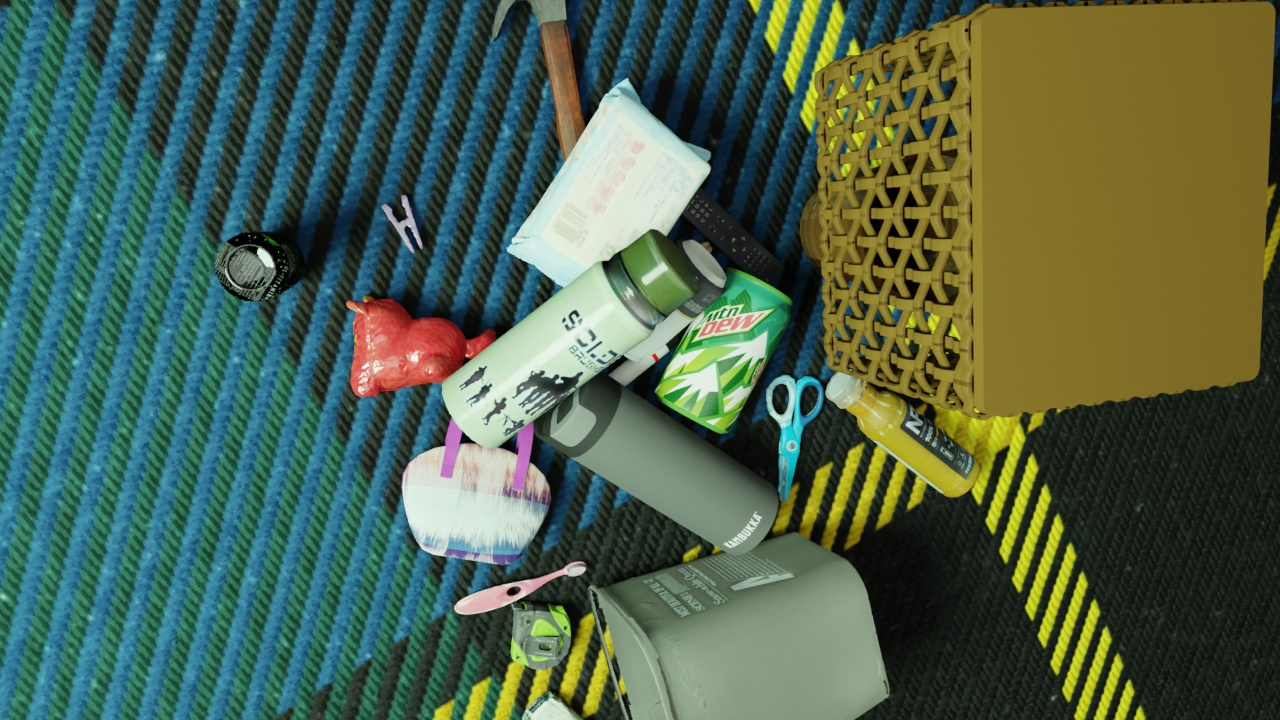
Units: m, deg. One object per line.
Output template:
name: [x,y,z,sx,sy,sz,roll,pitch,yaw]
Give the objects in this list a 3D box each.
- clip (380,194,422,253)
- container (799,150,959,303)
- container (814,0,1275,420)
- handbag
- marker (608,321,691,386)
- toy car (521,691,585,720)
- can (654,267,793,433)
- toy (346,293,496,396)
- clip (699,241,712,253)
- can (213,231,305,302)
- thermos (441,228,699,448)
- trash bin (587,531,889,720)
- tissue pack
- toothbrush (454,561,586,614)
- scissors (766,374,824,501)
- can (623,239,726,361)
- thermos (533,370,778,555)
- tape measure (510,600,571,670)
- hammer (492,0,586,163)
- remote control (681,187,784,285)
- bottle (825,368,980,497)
clip: [-0.209,-0.127,0.830,0.052,0.014,0.041,43,85,-13]
container: [0.230,-0.124,0.860,0.132,0.167,0.132,-2,99,-14]
container: [0.279,-0.110,0.673,0.219,0.214,0.252,-6,100,-13]
handbag: [-0.145,0.097,0.861,0.144,0.068,0.170,12,89,-14]
marker: [-0.006,0.005,0.898,0.145,0.019,0.019,-38,105,-6]
toy car: [-0.073,0.385,0.934,0.048,0.033,0.105,-43,105,-3]
can: [0.081,-0.009,0.884,0.083,0.083,0.144,28,91,-17]
toy: [-0.195,-0.023,0.818,0.132,0.088,0.094,-11,90,-13]
clip: [0.040,-0.100,0.892,0.039,0.024,0.060,44,79,-19]
can: [-0.307,-0.078,0.747,0.054,0.138,0.054,-2,98,-14]
thermos: [-0.056,-0.019,0.775,0.232,0.082,0.082,-36,106,16]
trash bin: [0.096,0.285,0.886,0.219,0.197,0.197,-18,101,-17]
tissue pack: [-0.023,-0.144,0.818,0.112,0.070,0.182,33,86,-18]
toothbrush: [-0.117,0.224,0.906,0.135,0.016,0.021,-17,99,-11]
scissors: [0.156,0.082,0.955,0.066,0.015,0.135,4,95,-17]
can: [0.016,-0.052,0.856,0.127,0.064,0.064,-41,107,20]
thermos: [0.017,0.095,0.872,0.240,0.082,0.082,34,89,-23]
tape measure: [-0.098,0.273,0.908,0.058,0.036,0.065,1,98,-15]
hammer: [-0.063,-0.205,0.847,0.111,0.028,0.301,-13,102,-13]
remote control: [0.085,-0.123,0.903,0.136,0.015,0.032,39,88,-19]
bottle: [0.274,0.074,0.961,0.186,0.053,0.053,36,89,-16]
